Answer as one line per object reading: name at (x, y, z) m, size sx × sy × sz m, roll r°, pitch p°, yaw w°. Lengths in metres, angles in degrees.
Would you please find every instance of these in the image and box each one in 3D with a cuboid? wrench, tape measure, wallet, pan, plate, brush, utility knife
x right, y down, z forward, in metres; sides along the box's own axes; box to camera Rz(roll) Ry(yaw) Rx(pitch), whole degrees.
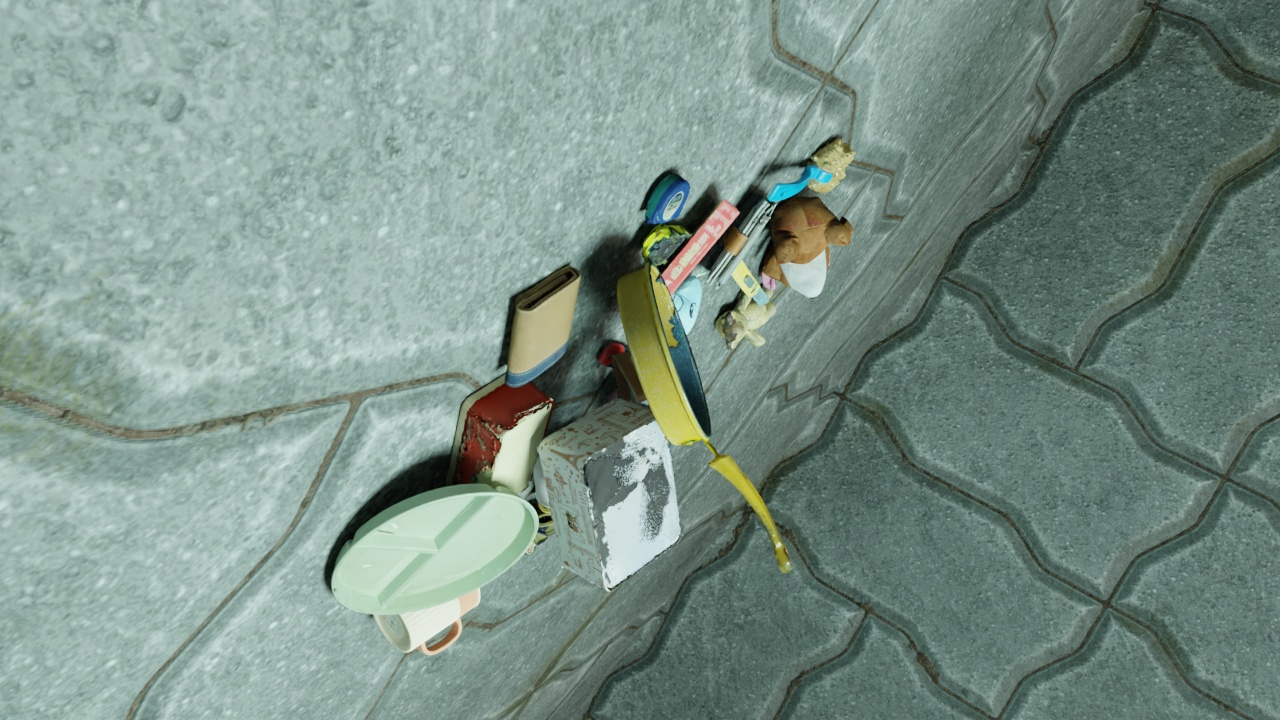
wrench at (-0.007, 0.007, 1.266) m, size 0.056 × 0.016 × 0.273 m, roll -51°, pitch 163°, yaw 2°
tape measure at (0.028, -0.171, 0.970) m, size 0.058 × 0.025 × 0.055 m, roll -32°, pitch 154°, yaw -53°
wallet at (-0.101, -0.033, 0.932) m, size 0.090 × 0.033 × 0.115 m, roll -39°, pitch 159°, yaw -37°
pan at (0.069, 0.064, 0.974) m, size 0.078 × 0.357 × 0.197 m, roll -19°, pitch 180°, yaw 10°
plate at (-0.223, 0.206, 1.004) m, size 0.230 × 0.027 × 0.231 m, roll -19°, pitch 146°, yaw -14°
brush at (0.230, -0.250, 1.249) m, size 0.253 × 0.046 × 0.083 m, roll -35°, pitch 161°, yaw -54°
wallet at (0.130, -0.159, 1.212) m, size 0.130 × 0.037 × 0.106 m, roll -56°, pitch 177°, yaw 15°
utility knife at (0.159, -0.120, 1.364) m, size 0.031 × 0.021 × 0.204 m, roll -44°, pitch 157°, yaw 4°

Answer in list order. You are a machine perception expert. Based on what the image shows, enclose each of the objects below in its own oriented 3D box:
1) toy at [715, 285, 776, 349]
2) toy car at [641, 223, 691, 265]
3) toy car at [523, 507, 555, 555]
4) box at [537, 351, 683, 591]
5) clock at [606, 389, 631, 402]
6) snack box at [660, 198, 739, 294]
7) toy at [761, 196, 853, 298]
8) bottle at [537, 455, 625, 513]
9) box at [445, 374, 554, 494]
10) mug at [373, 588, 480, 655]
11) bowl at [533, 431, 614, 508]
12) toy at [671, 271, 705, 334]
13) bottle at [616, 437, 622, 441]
toy at (0.174, -0.075, 1.477) m, size 0.156 × 0.066 × 0.105 m, roll -36°, pitch 126°, yaw -47°
toy car at (0.026, -0.133, 1.033) m, size 0.048 × 0.032 × 0.105 m, roll -49°, pitch 173°, yaw 16°
toy car at (-0.155, 0.235, 1.297) m, size 0.157 × 0.070 × 0.042 m, roll -20°, pitch 108°, yaw -59°
box at (-0.016, 0.120, 1.070) m, size 0.269 × 0.134 × 0.179 m, roll -59°, pitch 145°, yaw -59°
clock at (0.011, 0.056, 1.259) m, size 0.117 × 0.060 × 0.159 m, roll -19°, pitch 172°, yaw -10°
snack box at (0.056, -0.124, 1.094) m, size 0.153 × 0.025 × 0.075 m, roll -50°, pitch -175°, yaw 3°
toy at (0.246, -0.159, 1.373) m, size 0.140 × 0.130 × 0.200 m, roll -14°, pitch 168°, yaw -3°
bottle at (-0.075, 0.177, 1.365) m, size 0.218 × 0.065 × 0.065 m, roll -21°, pitch 147°, yaw -57°
box at (-0.151, 0.101, 1.008) m, size 0.091 × 0.076 × 0.169 m, roll -35°, pitch 157°, yaw -40°
mug at (-0.261, 0.309, 1.132) m, size 0.105 × 0.082 × 0.115 m, roll -30°, pitch 120°, yaw -42°
bowl at (-0.096, 0.129, 1.196) m, size 0.118 × 0.118 × 0.065 m, roll -40°, pitch 122°, yaw -28°
toy at (0.044, -0.050, 1.208) m, size 0.156 × 0.050 × 0.161 m, roll -62°, pitch 168°, yaw 8°
bottle at (-0.070, 0.143, 1.294) m, size 0.174 × 0.057 × 0.058 m, roll -50°, pitch 167°, yaw -44°
